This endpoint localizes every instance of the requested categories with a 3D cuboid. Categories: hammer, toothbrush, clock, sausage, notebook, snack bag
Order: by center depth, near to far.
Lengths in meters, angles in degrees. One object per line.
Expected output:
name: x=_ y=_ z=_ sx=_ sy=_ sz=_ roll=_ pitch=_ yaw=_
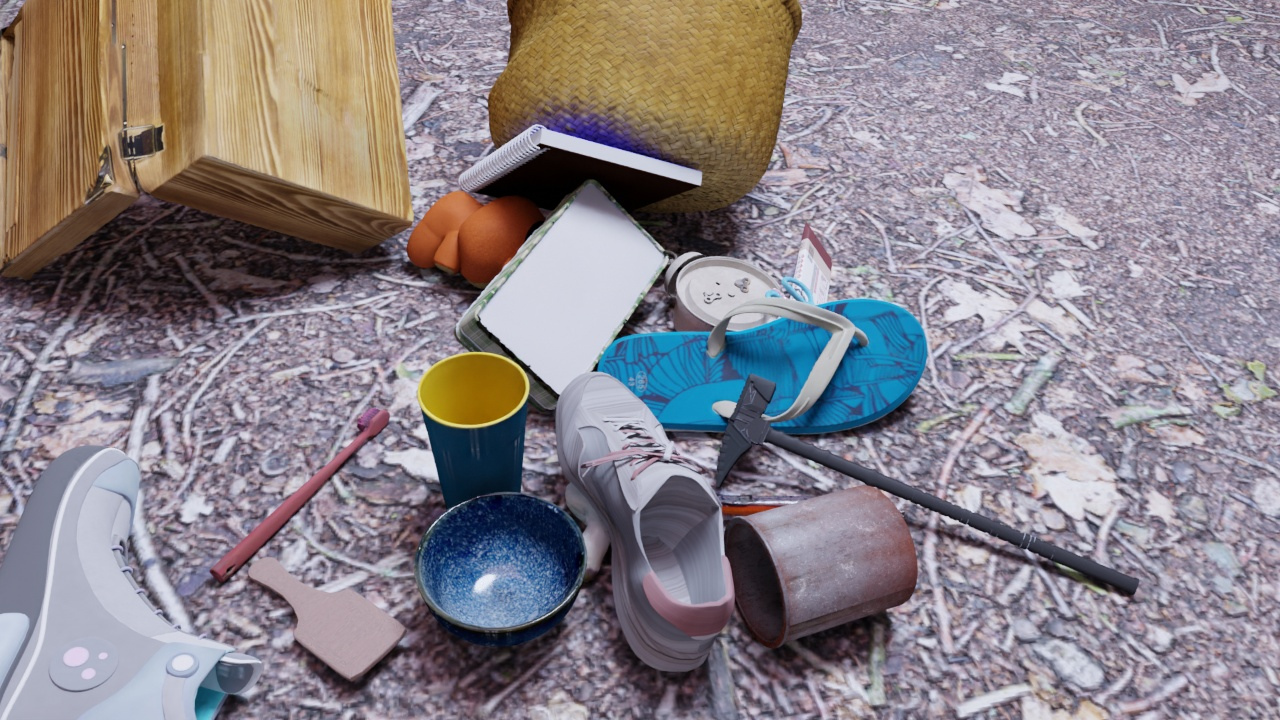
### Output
sausage: x=0.124 y=0.114 z=0.706 sx=0.155 sy=0.020 sz=0.020 roll=0 pitch=40 yaw=8
hammer: x=0.217 y=0.114 z=0.711 sx=0.325 sy=0.015 sz=0.095 roll=22 pitch=83 yaw=11
toothbrush: x=-0.260 y=0.097 z=0.712 sx=0.016 sy=0.016 sz=0.189 roll=16 pitch=42 yaw=21
clock: x=0.067 y=-0.057 z=0.884 sx=0.103 sy=0.061 sz=0.157 roll=-26 pitch=56 yaw=-32
notebook: x=-0.068 y=-0.177 z=0.902 sx=0.171 sy=0.022 sz=0.209 roll=9 pitch=-6 yaw=-28
snack bag: x=0.173 y=-0.080 z=0.930 sx=0.013 sy=0.057 sz=0.157 roll=-25 pitch=29 yaw=32

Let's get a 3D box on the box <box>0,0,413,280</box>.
box: x=-0.454 y=-0.240 z=0.915 sx=0.337 sy=0.285 sz=0.279 roll=-16 pitch=74 yaw=29

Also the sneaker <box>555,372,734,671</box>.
sneaker: x=0.009 y=0.088 z=0.639 sx=0.099 sy=0.090 sz=0.236 roll=-1 pitch=52 yaw=-32

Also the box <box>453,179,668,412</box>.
box: x=-0.065 y=-0.060 z=0.824 sx=0.117 sy=0.051 sz=0.205 roll=43 pitch=56 yaw=-16

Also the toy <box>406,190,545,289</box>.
toy: x=-0.147 y=-0.122 z=0.917 sx=0.176 sy=0.096 sz=0.111 roll=6 pitch=35 yaw=38

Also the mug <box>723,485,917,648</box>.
mug: x=0.118 y=0.138 z=0.651 sx=0.110 sy=0.096 sz=0.123 roll=-6 pitch=11 yaw=-19

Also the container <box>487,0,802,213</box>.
container: x=0.001 y=-0.272 z=0.944 sx=0.307 sy=0.307 sz=0.196 roll=6 pitch=84 yaw=3

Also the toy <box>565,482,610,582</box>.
toy: x=-0.021 y=0.112 z=0.694 sx=0.079 sy=0.038 sz=0.122 roll=3 pitch=49 yaw=-13

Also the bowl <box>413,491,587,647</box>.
bowl: x=-0.093 y=0.152 z=0.628 sx=0.114 sy=0.061 sz=0.114 roll=1 pitch=40 yaw=-1

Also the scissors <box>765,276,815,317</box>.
scissors: x=0.176 y=-0.029 z=0.859 sx=0.141 sy=0.015 sz=0.075 roll=41 pitch=37 yaw=-8

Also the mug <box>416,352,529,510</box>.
mug: x=-0.121 y=0.064 z=0.680 sx=0.078 sy=0.122 sz=0.078 roll=3 pitch=41 yaw=-2

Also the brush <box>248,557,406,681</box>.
brush: x=-0.223 y=0.173 z=0.632 sx=0.136 sy=0.015 sz=0.049 roll=23 pitch=43 yaw=29

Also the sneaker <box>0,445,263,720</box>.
sneaker: x=-0.323 y=0.159 z=0.592 sx=0.160 sy=0.093 sz=0.256 roll=5 pitch=39 yaw=-12

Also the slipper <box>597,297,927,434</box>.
slipper: x=0.111 y=0.006 z=0.781 sx=0.295 sy=0.060 sz=0.118 roll=-6 pitch=79 yaw=-6
